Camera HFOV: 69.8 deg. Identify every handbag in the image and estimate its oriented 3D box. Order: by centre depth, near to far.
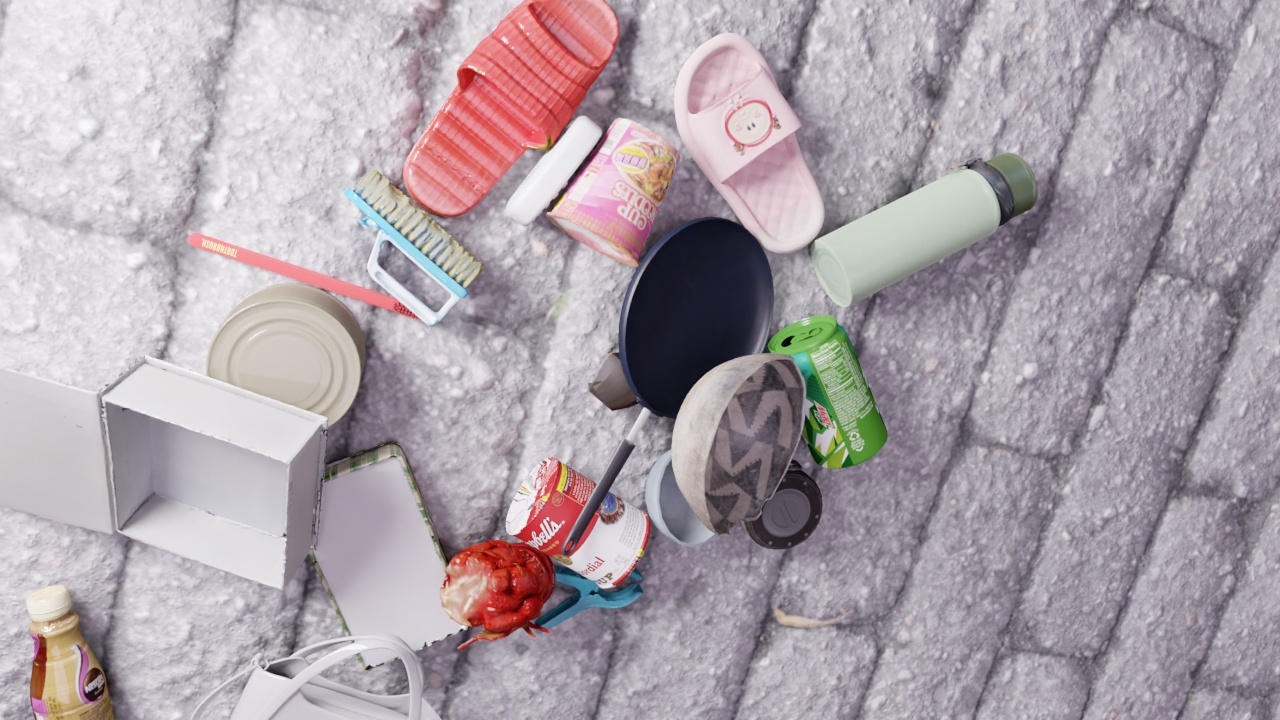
[{"bbox_3d":[-0.295,0.339,0.865,0.215,0.095,0.223,27,111,-20],"label":"handbag"}]

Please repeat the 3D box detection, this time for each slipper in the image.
[{"bbox_3d":[-0.115,-0.230,0.811,0.103,0.059,0.249,42,92,-21],"label":"slipper"},{"bbox_3d":[0.108,-0.201,0.881,0.107,0.055,0.221,-32,111,-3],"label":"slipper"}]

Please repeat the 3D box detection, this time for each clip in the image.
[{"bbox_3d":[-0.057,0.231,0.963,0.119,0.027,0.102,-4,107,-14],"label":"clip"}]

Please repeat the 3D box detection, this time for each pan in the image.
[{"bbox_3d":[0.016,0.027,0.877,0.198,0.021,0.356,38,78,-42],"label":"pan"}]

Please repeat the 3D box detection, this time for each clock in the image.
[{"bbox_3d":[0.146,0.151,0.986,0.091,0.044,0.123,-28,109,-7],"label":"clock"}]

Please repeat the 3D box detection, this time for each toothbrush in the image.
[{"bbox_3d":[-0.294,-0.073,0.823,0.212,0.018,0.012,19,98,-19],"label":"toothbrush"}]

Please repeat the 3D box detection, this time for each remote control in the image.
[{"bbox_3d":[-0.079,-0.172,0.834,0.028,0.060,0.114,38,92,-18],"label":"remote control"}]

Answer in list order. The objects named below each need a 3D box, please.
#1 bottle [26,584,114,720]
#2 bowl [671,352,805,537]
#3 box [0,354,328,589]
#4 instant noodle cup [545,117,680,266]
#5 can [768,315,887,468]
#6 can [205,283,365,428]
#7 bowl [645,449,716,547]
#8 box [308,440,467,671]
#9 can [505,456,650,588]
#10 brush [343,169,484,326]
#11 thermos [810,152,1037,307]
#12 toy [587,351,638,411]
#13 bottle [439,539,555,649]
[{"bbox_3d":[-0.521,0.285,0.830,0.059,0.059,0.166,-7,105,-14],"label":"bottle"},{"bbox_3d":[0.081,0.068,0.874,0.177,0.081,0.179,-33,134,-43],"label":"bowl"},{"bbox_3d":[-0.452,0.077,0.755,0.368,0.098,0.166,15,125,-4],"label":"box"},{"bbox_3d":[-0.018,-0.156,0.842,0.097,0.098,0.108,30,88,-20],"label":"instant noodle cup"},{"bbox_3d":[0.193,0.033,0.948,0.083,0.083,0.144,-29,109,-7],"label":"can"},{"bbox_3d":[-0.310,0.001,0.808,0.127,0.073,0.128,-4,105,-14],"label":"can"},{"bbox_3d":[0.043,0.136,0.945,0.106,0.039,0.106,2,86,-41],"label":"bowl"},{"bbox_3d":[-0.250,0.189,0.887,0.117,0.051,0.205,-22,109,-12],"label":"box"},{"bbox_3d":[-0.061,0.161,0.910,0.116,0.086,0.086,35,93,-20],"label":"can"},{"bbox_3d":[-0.213,-0.101,0.818,0.136,0.055,0.075,43,85,-20],"label":"brush"},{"bbox_3d":[0.291,-0.140,0.936,0.231,0.082,0.082,-26,109,-7],"label":"thermos"},{"bbox_3d":[-0.005,0.005,0.903,0.100,0.062,0.076,-42,148,-4],"label":"toy"},{"bbox_3d":[-0.134,0.223,0.881,0.099,0.111,0.099,-2,84,18],"label":"bottle"}]
